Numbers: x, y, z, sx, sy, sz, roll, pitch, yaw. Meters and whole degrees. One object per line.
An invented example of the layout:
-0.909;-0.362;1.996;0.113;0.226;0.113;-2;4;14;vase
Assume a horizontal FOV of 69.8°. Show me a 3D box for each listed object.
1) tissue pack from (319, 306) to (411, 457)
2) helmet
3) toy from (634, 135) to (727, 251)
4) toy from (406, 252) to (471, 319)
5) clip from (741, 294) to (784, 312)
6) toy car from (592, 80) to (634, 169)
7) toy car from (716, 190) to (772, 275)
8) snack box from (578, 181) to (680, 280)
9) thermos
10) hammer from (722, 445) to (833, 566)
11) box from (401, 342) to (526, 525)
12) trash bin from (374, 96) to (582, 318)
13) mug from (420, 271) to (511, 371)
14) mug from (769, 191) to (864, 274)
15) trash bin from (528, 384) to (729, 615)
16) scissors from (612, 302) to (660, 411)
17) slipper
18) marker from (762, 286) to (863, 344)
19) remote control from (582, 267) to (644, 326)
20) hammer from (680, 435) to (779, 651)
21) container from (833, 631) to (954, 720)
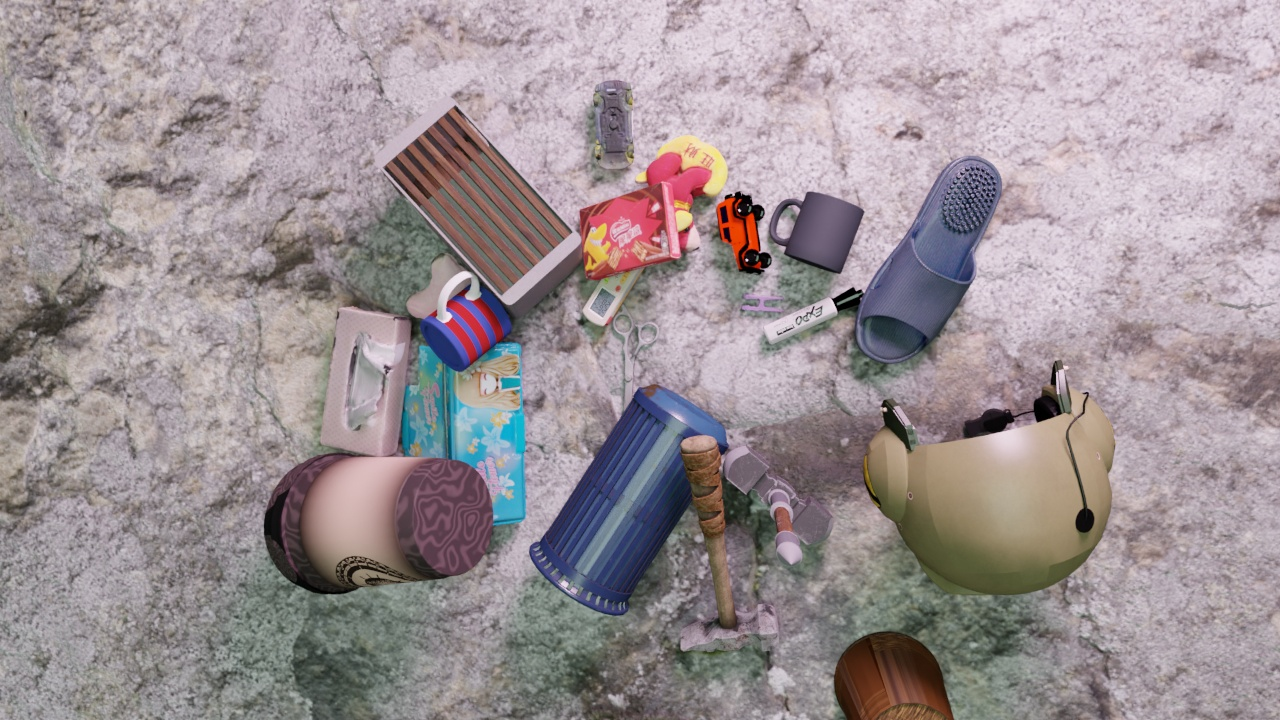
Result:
-0.344;0.028;1.152;0.104;0.071;0.181;11;92;17;tissue pack
0.369;0.133;0.972;0.250;0.255;0.233;-14;89;9;helmet
0.045;-0.204;1.098;0.105;0.067;0.137;16;88;4;toy
-0.232;-0.076;1.143;0.096;0.052;0.099;30;118;-17;toy
0.148;-0.066;1.119;0.053;0.013;0.037;20;95;7;clip
-0.031;-0.285;1.115;0.048;0.033;0.105;-1;98;5;toy car
0.122;-0.150;1.094;0.049;0.051;0.100;-10;86;27;toy car
-0.015;-0.151;1.090;0.133;0.021;0.089;-11;84;39;snack box
-0.300;0.187;1.074;0.227;0.172;0.172;-8;93;32;thermos
0.152;0.171;0.977;0.156;0.322;0.043;39;97;3;hammer
-0.228;0.092;1.144;0.172;0.083;0.227;0;94;6;box
-0.186;-0.175;1.087;0.114;0.114;0.229;-43;88;-6;trash bin
-0.206;-0.050;1.059;0.075;0.112;0.076;32;60;28;mug
0.202;-0.155;1.083;0.105;0.071;0.077;24;97;31;mug
-0.008;0.159;1.091;0.139;0.139;0.249;33;95;4;trash bin
-0.022;0.006;1.143;0.090;0.014;0.171;24;94;6;scissors
0.343;-0.111;1.051;0.101;0.082;0.263;27;95;-9;slipper
0.209;-0.055;1.105;0.126;0.025;0.025;-25;91;8;marker
-0.027;-0.100;1.129;0.038;0.018;0.126;36;99;26;remote control
0.087;0.221;1.062;0.121;0.048;0.319;-7;120;7;hammer
0.298;0.405;1.054;0.132;0.167;0.132;0;94;7;container
